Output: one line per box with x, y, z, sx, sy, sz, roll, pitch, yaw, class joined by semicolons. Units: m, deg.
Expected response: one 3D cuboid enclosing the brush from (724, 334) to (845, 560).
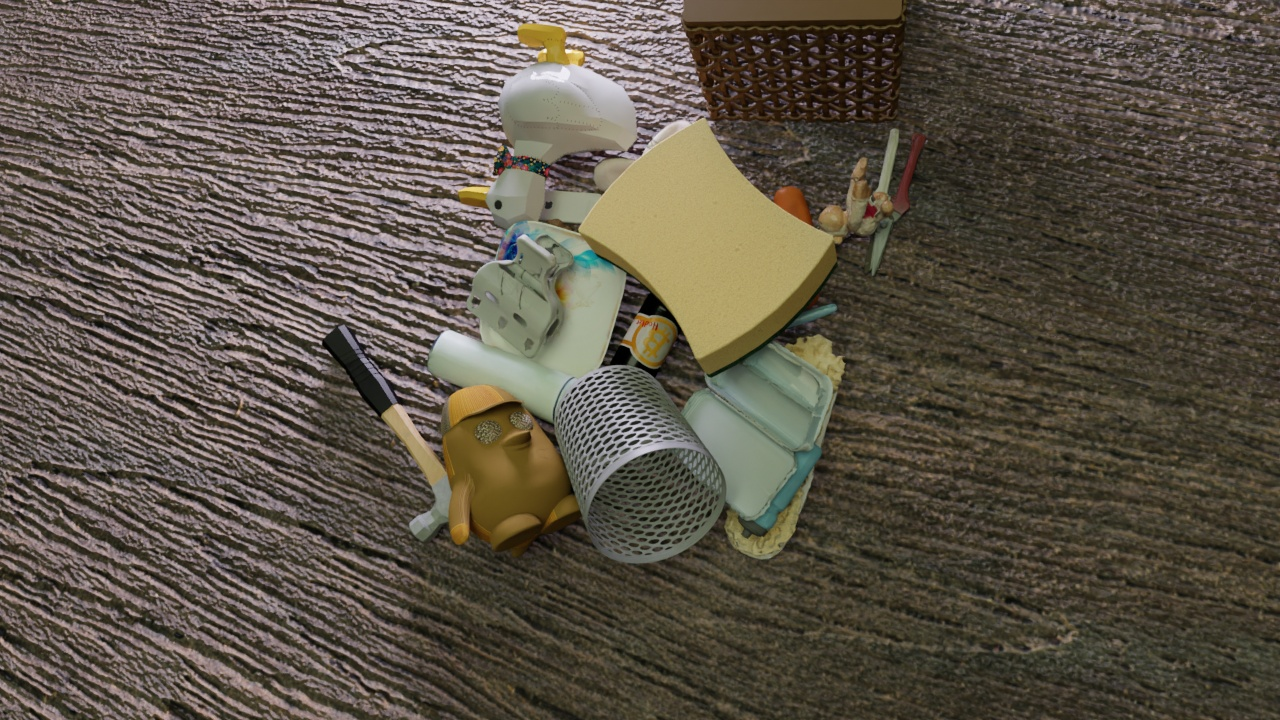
0.171;0.102;1.084;0.083;0.056;0.271;18;80;15;brush

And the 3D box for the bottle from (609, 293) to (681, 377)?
-0.007;0.007;1.152;0.059;0.059;0.181;27;83;19;bottle

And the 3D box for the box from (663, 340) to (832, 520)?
0.121;0.064;1.058;0.210;0.061;0.193;36;107;54;box

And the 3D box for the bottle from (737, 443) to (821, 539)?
0.152;0.144;1.026;0.040;0.040;0.130;34;86;19;bottle

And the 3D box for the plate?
-0.114;-0.078;1.199;0.187;0.016;0.187;19;98;18;plate

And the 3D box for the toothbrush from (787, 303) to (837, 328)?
0.171;-0.041;1.146;0.155;0.016;0.022;-20;39;7;toothbrush

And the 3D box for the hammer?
-0.323;0.079;1.221;0.131;0.039;0.328;-41;69;-1;hammer

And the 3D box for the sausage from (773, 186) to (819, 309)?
0.199;-0.143;1.153;0.044;0.039;0.164;-11;73;17;sausage

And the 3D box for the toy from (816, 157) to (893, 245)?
0.258;-0.186;1.136;0.106;0.074;0.085;-45;26;35;toy

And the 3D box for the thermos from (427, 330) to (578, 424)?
-0.162;0.027;1.180;0.230;0.068;0.068;20;81;18;thermos

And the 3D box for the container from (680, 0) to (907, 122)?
0.202;-0.450;1.143;0.252;0.214;0.219;5;76;15;container

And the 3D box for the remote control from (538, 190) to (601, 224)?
-0.124;-0.213;1.267;0.147;0.008;0.045;7;77;15;remote control

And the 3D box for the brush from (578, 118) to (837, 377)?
0.075;-0.130;1.046;0.195;0.075;0.250;-42;68;0;brush

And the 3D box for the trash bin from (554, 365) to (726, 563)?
-0.010;0.110;1.043;0.156;0.156;0.183;-34;37;2;trash bin

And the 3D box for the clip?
-0.149;-0.091;1.175;0.125;0.074;0.144;36;109;12;clip

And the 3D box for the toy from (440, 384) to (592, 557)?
-0.164;0.118;1.101;0.163;0.198;0.203;-48;65;45;toy

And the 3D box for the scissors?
0.320;-0.200;1.154;0.146;0.015;0.187;-18;73;7;scissors

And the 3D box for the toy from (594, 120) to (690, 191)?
0.024;-0.205;1.193;0.159;0.084;0.194;-27;73;25;toy

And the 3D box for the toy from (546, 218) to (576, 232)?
-0.098;-0.152;1.226;0.102;0.042;0.054;30;45;10;toy

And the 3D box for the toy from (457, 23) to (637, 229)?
-0.122;-0.302;1.225;0.247;0.141;0.267;2;84;18;toy
